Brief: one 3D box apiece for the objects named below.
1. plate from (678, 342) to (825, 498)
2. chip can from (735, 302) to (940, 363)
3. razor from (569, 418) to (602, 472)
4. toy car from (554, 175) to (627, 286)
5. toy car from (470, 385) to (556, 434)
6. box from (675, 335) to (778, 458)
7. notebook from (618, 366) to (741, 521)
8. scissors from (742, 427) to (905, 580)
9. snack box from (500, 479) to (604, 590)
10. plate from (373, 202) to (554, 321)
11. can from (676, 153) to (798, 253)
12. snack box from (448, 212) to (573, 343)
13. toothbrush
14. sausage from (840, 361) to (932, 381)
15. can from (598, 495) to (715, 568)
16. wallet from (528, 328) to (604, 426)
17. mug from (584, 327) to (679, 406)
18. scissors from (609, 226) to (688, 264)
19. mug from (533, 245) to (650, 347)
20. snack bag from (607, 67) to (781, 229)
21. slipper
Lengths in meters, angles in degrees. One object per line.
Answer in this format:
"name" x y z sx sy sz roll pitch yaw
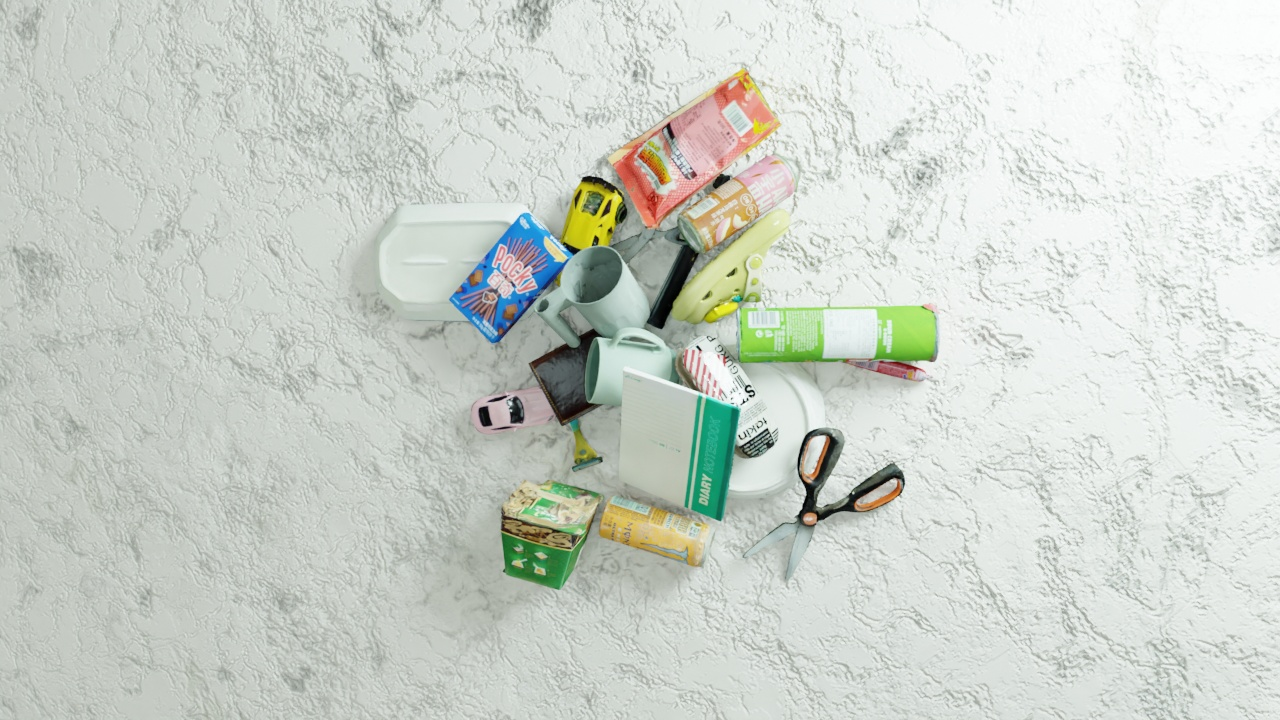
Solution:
"plate" 0.131 0.079 1.168 0.205 0.045 0.205 1 96 13
"chip can" 0.233 -0.032 1.103 0.236 0.072 0.072 -1 95 5
"razor" -0.091 0.080 1.226 0.043 0.028 0.132 -20 90 3
"toy car" -0.070 -0.159 1.185 0.071 0.041 0.156 25 102 21
"toy car" -0.172 0.067 1.240 0.122 0.037 0.056 -12 94 13
"box" 0.106 0.046 1.128 0.074 0.079 0.163 -36 88 -21
"notebook" 0.044 0.107 1.136 0.150 0.012 0.210 20 136 17
"scissors" 0.230 0.183 1.149 0.224 0.021 0.221 -6 114 0
"snack box" -0.121 0.233 1.215 0.117 0.118 0.106 13 111 12
"plate" -0.246 -0.132 1.237 0.266 0.034 0.162 2 96 13
"can" 0.117 -0.190 1.111 0.147 0.058 0.058 -34 87 -9
"snack box" -0.168 -0.106 1.187 0.084 0.026 0.157 45 106 5
"toothbrush" 0.062 -0.140 1.171 0.027 0.026 0.213 33 102 41
"sausage" 0.284 0.002 1.138 0.156 0.020 0.020 16 99 11
"can" 0.021 0.224 1.200 0.146 0.058 0.058 16 99 11
"wallet" -0.072 0.017 1.206 0.122 0.020 0.096 -28 94 -2
"mug" -0.007 0.007 1.152 0.106 0.082 0.112 6 128 -13
"scissors" 0.013 -0.163 1.177 0.159 0.014 0.172 17 93 28
"mug" -0.059 -0.071 1.149 0.124 0.103 0.083 -31 56 6
"snack bag" 0.066 -0.265 1.133 0.208 0.073 0.128 -35 62 16
"slipper" 0.122 -0.104 1.130 0.191 0.091 0.081 -43 88 10
